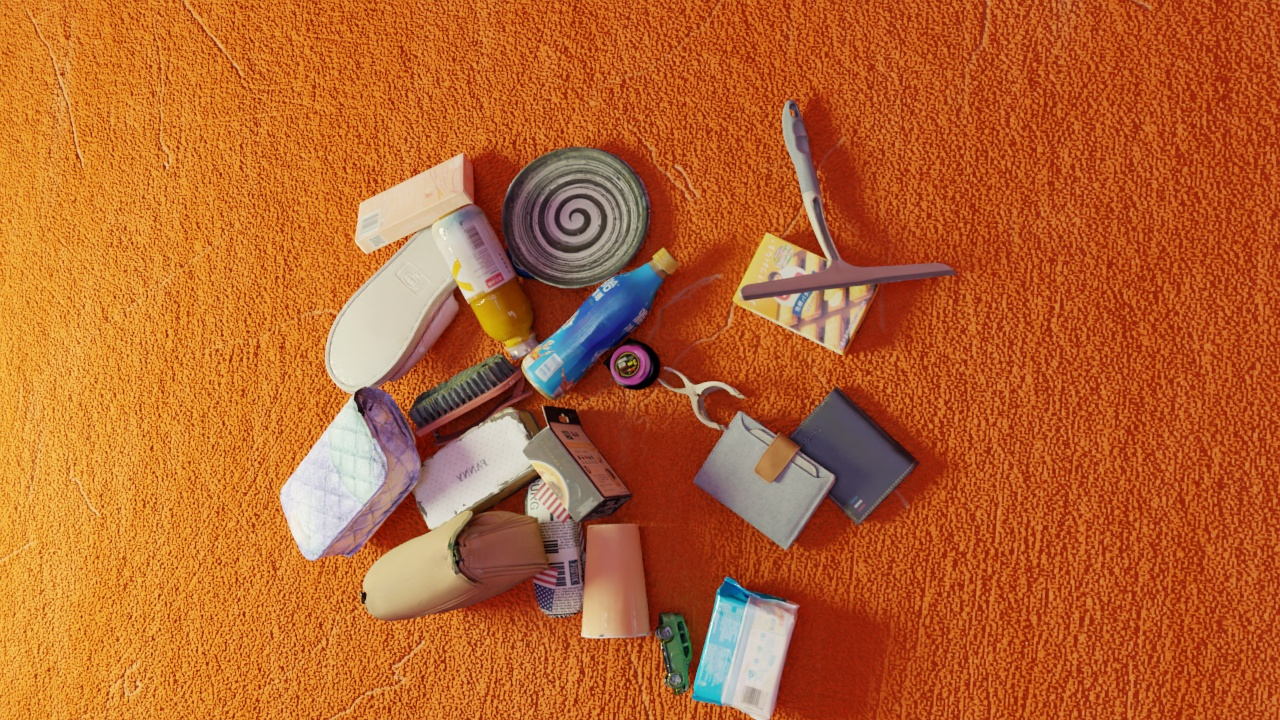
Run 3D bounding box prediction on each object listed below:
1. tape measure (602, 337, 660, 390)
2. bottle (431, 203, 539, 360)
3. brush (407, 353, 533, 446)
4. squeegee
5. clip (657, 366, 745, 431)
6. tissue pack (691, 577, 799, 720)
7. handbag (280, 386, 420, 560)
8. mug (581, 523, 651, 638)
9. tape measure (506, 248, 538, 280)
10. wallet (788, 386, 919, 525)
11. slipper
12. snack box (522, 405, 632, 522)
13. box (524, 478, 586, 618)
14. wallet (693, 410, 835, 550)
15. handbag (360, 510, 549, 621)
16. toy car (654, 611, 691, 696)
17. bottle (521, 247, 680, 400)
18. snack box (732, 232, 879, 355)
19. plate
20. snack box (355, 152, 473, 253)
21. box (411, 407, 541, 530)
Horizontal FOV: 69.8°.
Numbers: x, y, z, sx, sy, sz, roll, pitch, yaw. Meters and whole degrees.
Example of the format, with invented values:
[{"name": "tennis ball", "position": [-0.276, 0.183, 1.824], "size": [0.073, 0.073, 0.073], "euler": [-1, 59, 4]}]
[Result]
[{"name": "tape measure", "position": [-0.006, 0.006, 1.067], "size": [0.057, 0.039, 0.058], "euler": [-45, 71, 7]}, {"name": "bottle", "position": [-0.179, -0.091, 1.093], "size": [0.068, 0.068, 0.189], "euler": [-25, 99, 12]}, {"name": "brush", "position": [-0.203, 0.048, 1.110], "size": [0.146, 0.063, 0.069], "euler": [-28, 109, 9]}, {"name": "squeegee", "position": [0.194, -0.181, 1.022], "size": [0.246, 0.039, 0.246], "euler": [-8, 69, -13]}, {"name": "clip", "position": [0.077, 0.031, 1.046], "size": [0.092, 0.035, 0.103], "euler": [-41, 68, 12]}, {"name": "tissue pack", "position": [0.114, 0.313, 0.992], "size": [0.090, 0.063, 0.140], "euler": [14, 90, 14]}, {"name": "handbag", "position": [-0.350, 0.142, 1.105], "size": [0.194, 0.075, 0.134], "euler": [-46, 62, 23]}, {"name": "mug", "position": [-0.029, 0.247, 1.035], "size": [0.078, 0.078, 0.122], "euler": [-5, 78, 15]}, {"name": "tape measure", "position": [-0.136, -0.128, 1.122], "size": [0.054, 0.025, 0.058], "euler": [11, 78, 17]}, {"name": "wallet", "position": [0.227, 0.104, 1.005], "size": [0.122, 0.020, 0.096], "euler": [45, 97, 17]}, {"name": "slipper", "position": [-0.285, -0.074, 1.142], "size": [0.114, 0.054, 0.274], "euler": [34, 83, 12]}, {"name": "snack box", "position": [-0.073, 0.116, 1.036], "size": [0.053, 0.113, 0.125], "euler": [-42, 75, 8]}, {"name": "box", "position": [-0.096, 0.216, 1.074], "size": [0.071, 0.057, 0.164], "euler": [-12, 80, 37]}, {"name": "wallet", "position": [0.136, 0.130, 1.011], "size": [0.130, 0.037, 0.107], "euler": [35, 104, 18]}, {"name": "handbag", "position": [-0.209, 0.228, 1.033], "size": [0.205, 0.147, 0.099], "euler": [-29, 70, 29]}, {"name": "toy car", "position": [0.038, 0.325, 1.021], "size": [0.036, 0.043, 0.091], "euler": [-6, 74, -8]}, {"name": "bottle", "position": [-0.043, -0.047, 1.069], "size": [0.219, 0.065, 0.065], "euler": [-44, 76, 7]}, {"name": "snack box", "position": [0.184, -0.075, 1.026], "size": [0.140, 0.033, 0.087], "euler": [28, 92, 18]}, {"name": "plate", "position": [-0.076, -0.170, 1.099], "size": [0.179, 0.024, 0.179], "euler": [-1, 78, 6]}, {"name": "snack box", "position": [-0.282, -0.196, 1.147], "size": [0.157, 0.026, 0.084], "euler": [-22, 45, 12]}, {"name": "box", "position": [-0.196, 0.134, 1.098], "size": [0.184, 0.059, 0.089], "euler": [-31, 76, 12]}]
